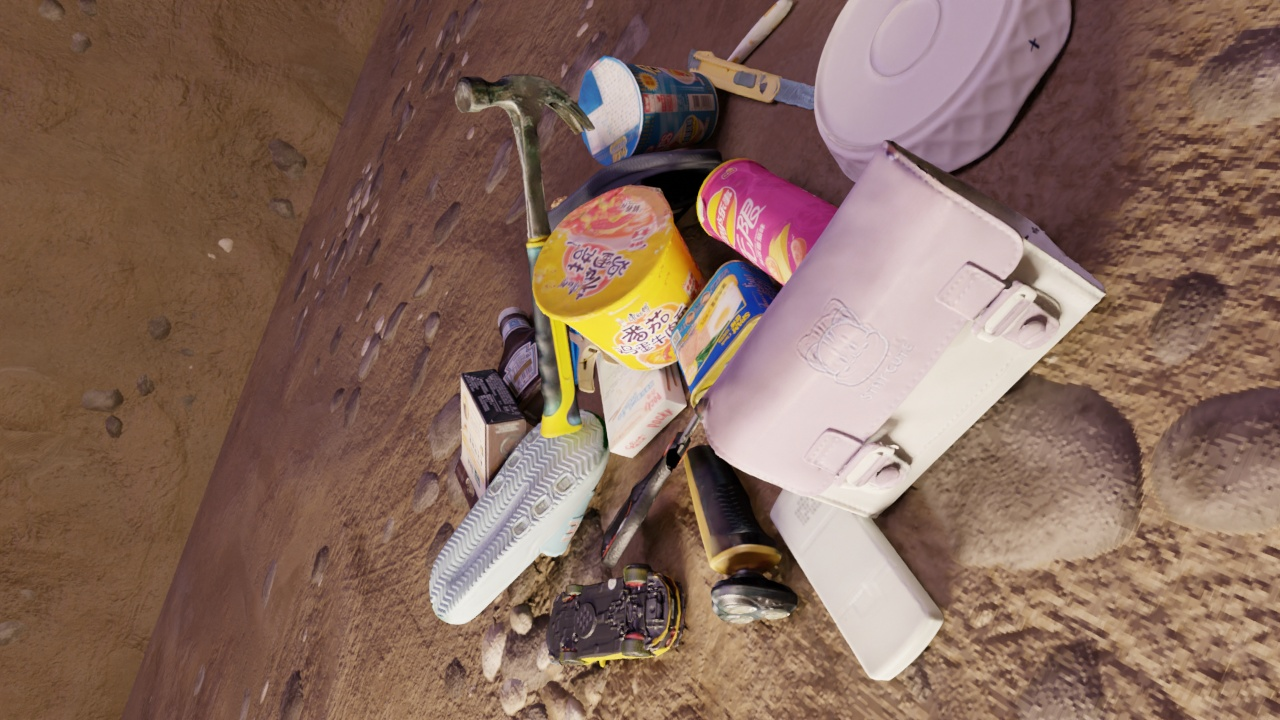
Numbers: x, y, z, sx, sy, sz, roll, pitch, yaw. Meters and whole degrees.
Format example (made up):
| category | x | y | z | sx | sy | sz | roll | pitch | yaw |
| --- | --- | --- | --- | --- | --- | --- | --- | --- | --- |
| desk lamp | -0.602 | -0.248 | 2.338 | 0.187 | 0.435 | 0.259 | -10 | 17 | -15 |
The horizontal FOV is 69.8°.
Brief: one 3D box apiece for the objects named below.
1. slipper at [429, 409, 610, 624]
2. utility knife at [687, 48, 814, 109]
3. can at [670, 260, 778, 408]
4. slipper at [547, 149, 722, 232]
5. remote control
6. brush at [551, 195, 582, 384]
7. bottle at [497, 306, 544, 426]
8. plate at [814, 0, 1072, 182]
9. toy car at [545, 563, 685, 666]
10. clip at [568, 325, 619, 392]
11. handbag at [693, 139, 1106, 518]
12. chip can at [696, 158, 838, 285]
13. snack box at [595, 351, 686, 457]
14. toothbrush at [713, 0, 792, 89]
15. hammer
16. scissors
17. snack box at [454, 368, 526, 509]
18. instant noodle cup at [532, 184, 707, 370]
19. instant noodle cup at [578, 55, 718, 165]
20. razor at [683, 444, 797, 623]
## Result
| category | x | y | z | sx | sy | sz | roll | pitch | yaw |
| --- | --- | --- | --- | --- | --- | --- | --- | --- | --- |
| slipper | -0.108 | 0.157 | 0.891 | 0.245 | 0.074 | 0.104 | -50 | 39 | 1 |
| utility knife | 0.102 | -0.259 | 0.847 | 0.211 | 0.022 | 0.031 | 36 | 116 | 45 |
| can | 0.074 | -0.017 | 0.727 | 0.102 | 0.057 | 0.083 | -53 | 33 | 26 |
| slipper | -0.010 | -0.138 | 0.902 | 0.269 | 0.110 | 0.083 | -15 | 90 | 55 |
| remote control | 0.133 | 0.128 | 0.586 | 0.058 | 0.021 | 0.150 | -57 | 34 | 21 |
| brush | -0.079 | -0.082 | 1.023 | 0.083 | 0.045 | 0.254 | -39 | 47 | 35 |
| bottle | -0.129 | -0.004 | 1.042 | 0.080 | 0.044 | 0.194 | -47 | 33 | 10 |
| plate | 0.201 | -0.222 | 0.654 | 0.205 | 0.045 | 0.204 | -34 | 46 | 44 |
| toy car | -0.025 | 0.215 | 0.763 | 0.156 | 0.041 | 0.071 | -26 | 52 | 44 |
| clip | -0.050 | -0.022 | 0.892 | 0.072 | 0.034 | 0.100 | -45 | 43 | 34 |
| handbag | 0.142 | -0.008 | 0.531 | 0.197 | 0.145 | 0.098 | -54 | 32 | 26 |
| chip can | 0.119 | -0.090 | 0.682 | 0.071 | 0.071 | 0.210 | -62 | 33 | 14 |
| snack box | -0.005 | 0.005 | 0.864 | 0.085 | 0.027 | 0.156 | -47 | 38 | 33 |
| toothbrush | 0.082 | -0.287 | 0.902 | 0.192 | 0.016 | 0.018 | -41 | 33 | 40 |
| hammer | -0.085 | -0.091 | 0.829 | 0.032 | 0.125 | 0.323 | 9 | 109 | 50 |
| scissors | 0.025 | 0.068 | 0.723 | 0.235 | 0.022 | 0.141 | -60 | -3 | 18 |
| snack box | -0.160 | 0.090 | 0.966 | 0.113 | 0.053 | 0.126 | -131 | 38 | -53 |
| instant noodle cup | -0.007 | -0.064 | 0.796 | 0.138 | 0.110 | 0.137 | -20 | 49 | 25 |
| instant noodle cup | 0.013 | -0.239 | 0.875 | 0.099 | 0.109 | 0.099 | 22 | 118 | 49 |
| razor | 0.062 | 0.123 | 0.675 | 0.167 | 0.062 | 0.068 | -108 | 37 | -53 |
